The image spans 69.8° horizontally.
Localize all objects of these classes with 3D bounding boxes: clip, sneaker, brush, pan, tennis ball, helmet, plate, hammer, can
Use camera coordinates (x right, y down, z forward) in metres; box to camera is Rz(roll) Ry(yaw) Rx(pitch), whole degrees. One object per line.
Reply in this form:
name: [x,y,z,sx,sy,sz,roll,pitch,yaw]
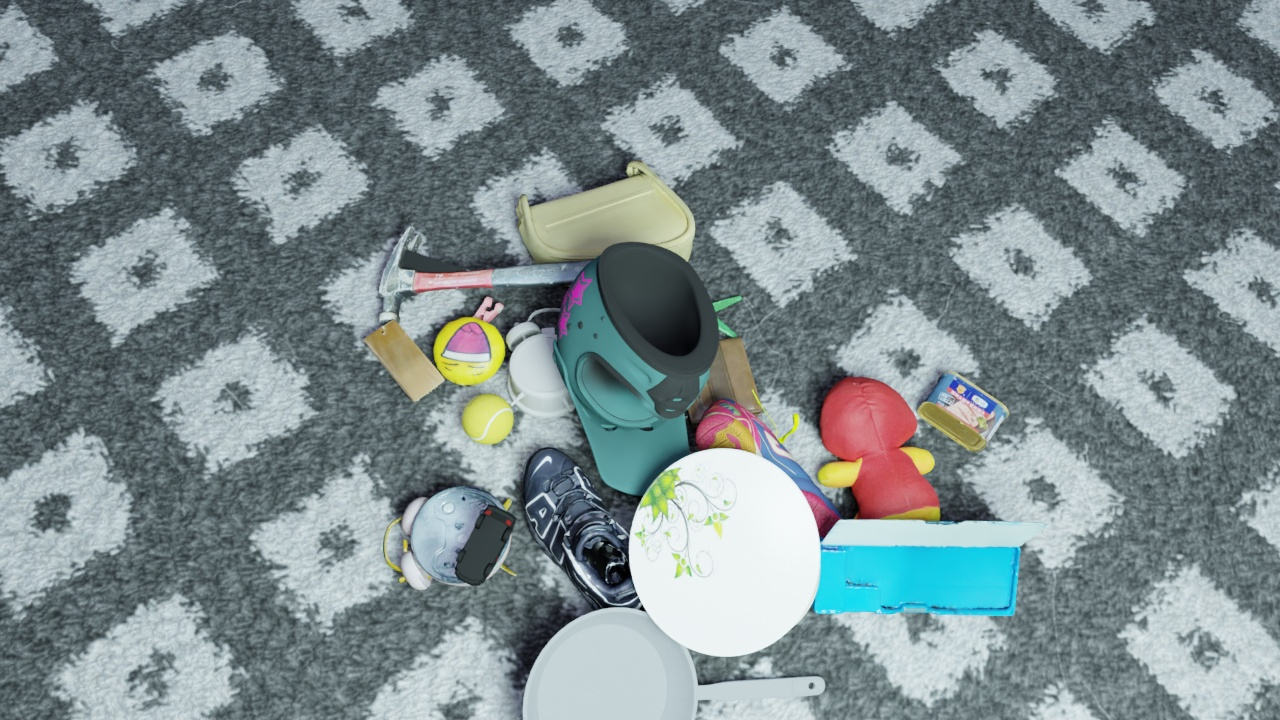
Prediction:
clip: [-0.217,-0.065,1.260,0.060,0.023,0.044,-33,66,-18]
sneaker: [0.174,0.140,1.142,0.242,0.116,0.090,46,25,-4]
brush: [-0.311,0.004,1.213,0.049,0.039,0.117,-38,71,-19]
pan: [0.040,0.375,1.034,0.356,0.051,0.200,2,85,-20]
tennis ball: [-0.195,0.075,1.169,0.065,0.065,0.065,1,64,-2]
helmet: [-0.007,0.006,1.095,0.176,0.201,0.274,1,48,-23]
sneaker: [-0.068,0.195,1.071,0.097,0.151,0.252,-31,69,-15]
plate: [0.094,0.216,1.045,0.229,0.030,0.229,3,79,-15]
hammer: [-0.195,-0.119,1.229,0.326,0.036,0.140,-2,69,15]
can: [0.424,0.068,1.209,0.100,0.054,0.059,35,69,14]

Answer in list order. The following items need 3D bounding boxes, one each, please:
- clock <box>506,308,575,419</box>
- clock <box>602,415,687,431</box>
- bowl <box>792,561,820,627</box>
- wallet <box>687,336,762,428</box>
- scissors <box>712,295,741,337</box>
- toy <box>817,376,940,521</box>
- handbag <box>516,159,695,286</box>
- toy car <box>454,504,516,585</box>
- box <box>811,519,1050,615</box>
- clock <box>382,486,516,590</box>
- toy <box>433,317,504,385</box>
clock: [-0.121,0.002,1.216,0.120,0.061,0.159,5,60,-1]
clock: [-0.006,0.069,1.194,0.123,0.042,0.087,24,66,7]
bowl: [0.123,0.248,1.098,0.177,0.058,0.176,-2,72,5]
wallet: [0.102,0.027,1.225,0.098,0.027,0.121,-9,64,-8]
scissors: [0.082,-0.064,1.279,0.125,0.011,0.130,39,71,16]
toy: [0.299,0.117,1.160,0.147,0.099,0.216,-9,70,-15]
handbag: [-0.049,-0.182,1.295,0.232,0.089,0.190,-17,61,-7]
toy car: [-0.179,0.214,1.056,0.042,0.036,0.091,26,76,4]
box: [0.331,0.228,1.082,0.243,0.171,0.070,1,36,-2]
clock: [-0.231,0.217,1.103,0.158,0.059,0.116,-4,65,-5]
toy: [-0.228,-0.012,1.219,0.095,0.041,0.094,7,79,1]
